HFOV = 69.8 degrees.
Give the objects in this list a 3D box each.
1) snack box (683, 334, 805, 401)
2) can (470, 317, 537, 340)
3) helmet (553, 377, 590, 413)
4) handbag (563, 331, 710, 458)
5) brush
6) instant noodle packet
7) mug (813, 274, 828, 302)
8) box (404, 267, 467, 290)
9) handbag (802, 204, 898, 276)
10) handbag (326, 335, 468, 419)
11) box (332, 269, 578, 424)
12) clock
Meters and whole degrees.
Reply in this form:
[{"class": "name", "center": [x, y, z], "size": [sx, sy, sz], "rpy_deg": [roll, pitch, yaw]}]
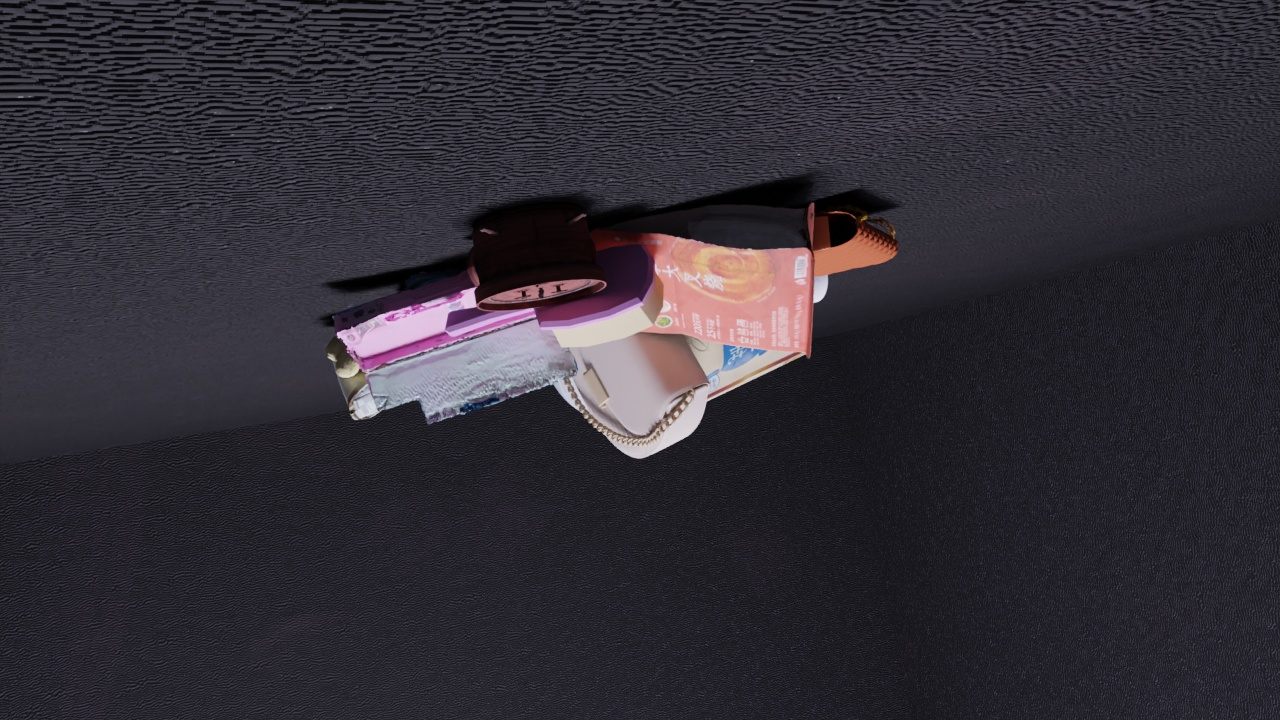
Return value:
[{"class": "snack box", "center": [0.121, -0.047, 1.166], "size": [0.207, 0.153, 0.055], "rpy_deg": [-24, -145, -23]}, {"class": "can", "center": [-0.167, -0.033, 1.239], "size": [0.127, 0.073, 0.128], "rpy_deg": [-13, 162, -4]}, {"class": "helmet", "center": [-0.022, 0.006, 1.379], "size": [0.237, 0.164, 0.263], "rpy_deg": [-14, -159, 16]}, {"class": "handbag", "center": [-0.007, 0.006, 1.122], "size": [0.103, 0.210, 0.209], "rpy_deg": [-24, 169, -29]}, {"class": "brush", "center": [-0.087, -0.052, 0.912], "size": [0.229, 0.089, 0.043], "rpy_deg": [-13, 141, 20]}, {"class": "instant noodle packet", "center": [0.066, -0.077, 0.944], "size": [0.221, 0.083, 0.165], "rpy_deg": [0, 145, 8]}, {"class": "mug", "center": [0.193, -0.112, 1.268], "size": [0.106, 0.082, 0.083], "rpy_deg": [-10, 177, -20]}, {"class": "box", "center": [-0.167, -0.077, 1.045], "size": [0.209, 0.049, 0.121], "rpy_deg": [-9, 175, -21]}, {"class": "handbag", "center": [0.223, -0.141, 1.058], "size": [0.109, 0.060, 0.171], "rpy_deg": [-6, 176, 29]}, {"class": "handbag", "center": [-0.306, -0.014, 1.171], "size": [0.171, 0.112, 0.123], "rpy_deg": [-21, 145, -13]}, {"class": "box", "center": [-0.195, -0.024, 0.997], "size": [0.230, 0.159, 0.066], "rpy_deg": [-18, -149, -2]}, {"class": "clock", "center": [-0.097, -0.090, 0.836], "size": [0.120, 0.072, 0.158], "rpy_deg": [-10, 176, -9]}]
